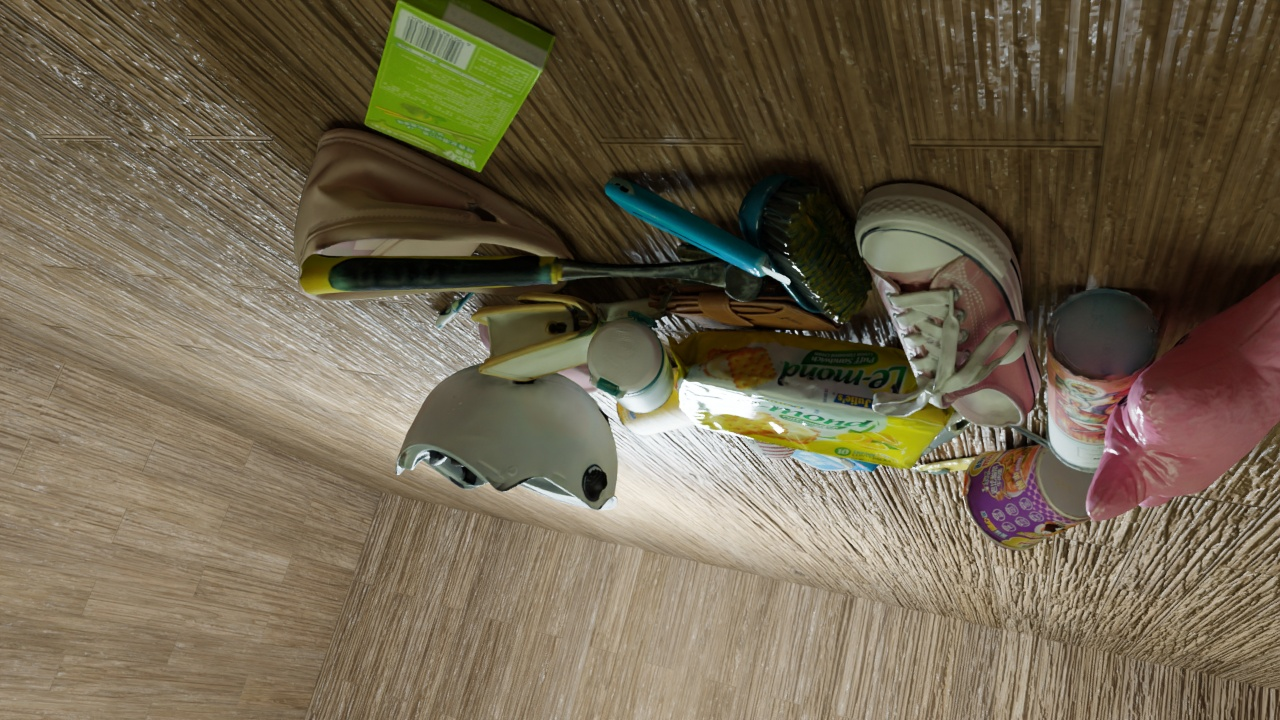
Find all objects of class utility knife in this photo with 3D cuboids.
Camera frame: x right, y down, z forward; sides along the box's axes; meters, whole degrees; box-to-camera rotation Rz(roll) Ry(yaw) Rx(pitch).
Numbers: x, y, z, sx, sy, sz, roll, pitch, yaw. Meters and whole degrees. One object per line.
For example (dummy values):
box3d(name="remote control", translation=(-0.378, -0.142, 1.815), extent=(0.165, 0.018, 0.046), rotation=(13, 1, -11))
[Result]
box3d(name="utility knife", translation=(0.377, 0.123, 1.091), extent=(0.031, 0.018, 0.152), rotation=(14, 160, -17))
box3d(name="utility knife", translation=(0.038, -0.084, 0.606), extent=(0.166, 0.018, 0.034), rotation=(34, 178, 38))

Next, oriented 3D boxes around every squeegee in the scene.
box3d(name="squeegee", translation=(0.317, 0.069, 0.922), extent=(0.246, 0.039, 0.247), rotation=(30, 166, 3))

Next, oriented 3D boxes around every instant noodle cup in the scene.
box3d(name="instant noodle cup", translation=(0.411, 0.135, 0.950), extent=(0.111, 0.111, 0.099), rotation=(19, 156, -12))

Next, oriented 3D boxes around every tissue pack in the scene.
box3d(name="tissue pack", translation=(0.214, 0.094, 1.065), extent=(0.157, 0.052, 0.095), rotation=(24, 161, -27))

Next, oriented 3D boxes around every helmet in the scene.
box3d(name="helmet", translation=(-0.132, 0.080, 1.030), extent=(0.230, 0.145, 0.258), rotation=(0, 165, 46))

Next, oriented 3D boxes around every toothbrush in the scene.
box3d(name="toothbrush", translation=(-0.205, -0.061, 1.005), extent=(0.018, 0.016, 0.192), rotation=(31, 159, -16))

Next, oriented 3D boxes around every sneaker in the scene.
box3d(name="sneaker", translation=(0.210, -0.015, 0.621), extent=(0.118, 0.087, 0.241), rotation=(1, 144, 40))

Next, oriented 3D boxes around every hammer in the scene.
box3d(name="hammer", translation=(-0.078, -0.064, 0.667), extent=(0.323, 0.032, 0.126), rotation=(-1, -169, -1))

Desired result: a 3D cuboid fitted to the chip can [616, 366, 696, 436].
box3d(name="chip can", translation=(0.046, 0.041, 1.011), extent=(0.072, 0.072, 0.214), rotation=(22, 162, -20))

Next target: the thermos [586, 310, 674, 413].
box3d(name="thermos", translation=(-0.005, 0.005, 0.821), extent=(0.073, 0.073, 0.224), rotation=(14, 174, 5))

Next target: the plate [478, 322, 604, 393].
box3d(name="plate", translation=(-0.098, -0.001, 1.058), extent=(0.192, 0.039, 0.193), rotation=(14, 163, 4))

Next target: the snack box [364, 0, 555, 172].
box3d(name="snack box", translation=(-0.116, -0.170, 0.564), extent=(0.085, 0.026, 0.157), rotation=(21, 162, -17))

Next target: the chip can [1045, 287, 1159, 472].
box3d(name="chip can", translation=(0.345, 0.022, 0.696), extent=(0.071, 0.071, 0.214), rotation=(6, 160, 27))

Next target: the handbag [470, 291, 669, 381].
box3d(name="handbag", translation=(-0.058, -0.034, 0.862), extent=(0.179, 0.063, 0.163), rotation=(-15, 174, 7))

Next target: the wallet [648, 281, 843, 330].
box3d(name="wallet", translation=(0.083, -0.045, 0.750), extent=(0.131, 0.035, 0.119), rotation=(3, 178, 36))

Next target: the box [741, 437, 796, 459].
box3d(name="box", translation=(0.149, 0.057, 0.946), extent=(0.074, 0.064, 0.165), rotation=(4, 145, -7))

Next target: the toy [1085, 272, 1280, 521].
box3d(name="toy", translation=(0.348, 0.021, 0.564), extent=(0.178, 0.195, 0.074), rotation=(7, -148, -47))

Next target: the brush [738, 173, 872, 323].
box3d(name="brush", translation=(0.106, -0.077, 0.623), extent=(0.073, 0.055, 0.144), rotation=(29, 175, 38))

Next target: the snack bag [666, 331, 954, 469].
box3d(name="snack bag", translation=(0.147, 0.030, 0.811), extent=(0.246, 0.068, 0.158), rotation=(10, 161, 9))

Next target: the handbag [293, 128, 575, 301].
box3d(name="handbag", translation=(-0.167, -0.097, 0.775), extent=(0.234, 0.093, 0.194), rotation=(10, 166, -23))
